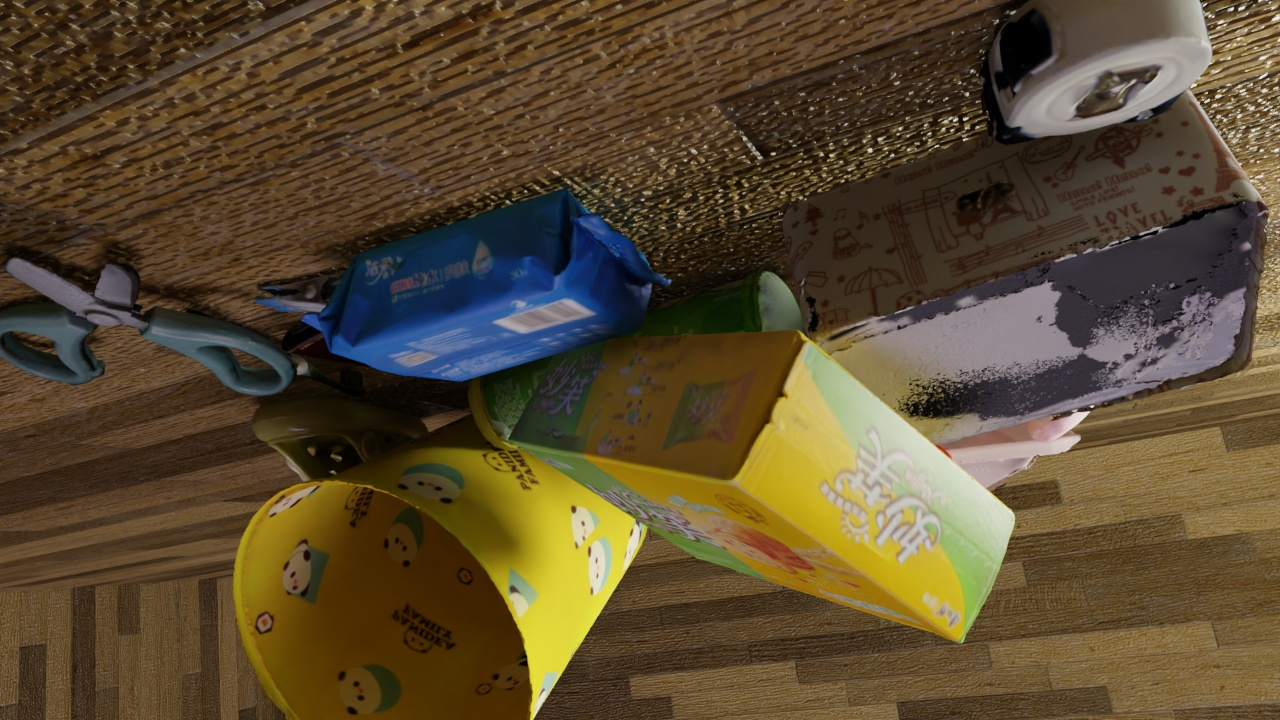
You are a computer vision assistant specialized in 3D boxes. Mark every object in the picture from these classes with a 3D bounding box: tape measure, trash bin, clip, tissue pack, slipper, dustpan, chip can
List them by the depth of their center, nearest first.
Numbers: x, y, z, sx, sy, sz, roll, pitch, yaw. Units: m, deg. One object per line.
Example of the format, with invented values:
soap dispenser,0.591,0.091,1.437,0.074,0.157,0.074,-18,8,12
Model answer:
tape measure,0.156,-0.104,0.315,0.066,0.033,0.066,-11,167,7
tissue pack,-0.073,-0.032,0.438,0.157,0.052,0.095,-15,163,18
clip,-0.165,-0.034,0.464,0.057,0.029,0.024,-1,167,17
chip can,-0.003,0.003,0.588,0.222,0.072,0.072,-15,165,28
trash bin,-0.122,0.148,0.691,0.230,0.229,0.254,-15,-170,26
slipper,-0.243,0.079,0.752,0.092,0.081,0.190,-8,164,12
dustpan,0.190,0.059,0.794,0.273,0.139,0.222,-35,-171,0

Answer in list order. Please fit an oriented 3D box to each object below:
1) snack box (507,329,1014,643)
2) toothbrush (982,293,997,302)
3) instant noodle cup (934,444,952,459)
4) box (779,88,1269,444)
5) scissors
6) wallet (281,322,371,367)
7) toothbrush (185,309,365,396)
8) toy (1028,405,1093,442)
snack box,0.049,0.056,0.461,0.157,0.070,0.210,36,162,-26
toothbrush,0.189,-0.057,0.561,0.021,0.029,0.189,29,-172,33
instant noodle cup,0.115,0.034,0.683,0.188,0.079,0.164,-1,-168,-15
box,0.190,-0.024,0.469,0.179,0.124,0.273,-18,165,19
scissors,-0.271,-0.011,0.465,0.179,0.019,0.172,-4,160,15
wallet,-0.135,-0.015,0.554,0.097,0.020,0.122,-23,159,33
toothbrush,-0.218,-0.003,0.567,0.012,0.017,0.186,-8,165,10
toy,0.313,-0.008,0.596,0.160,0.054,0.121,-47,168,18
